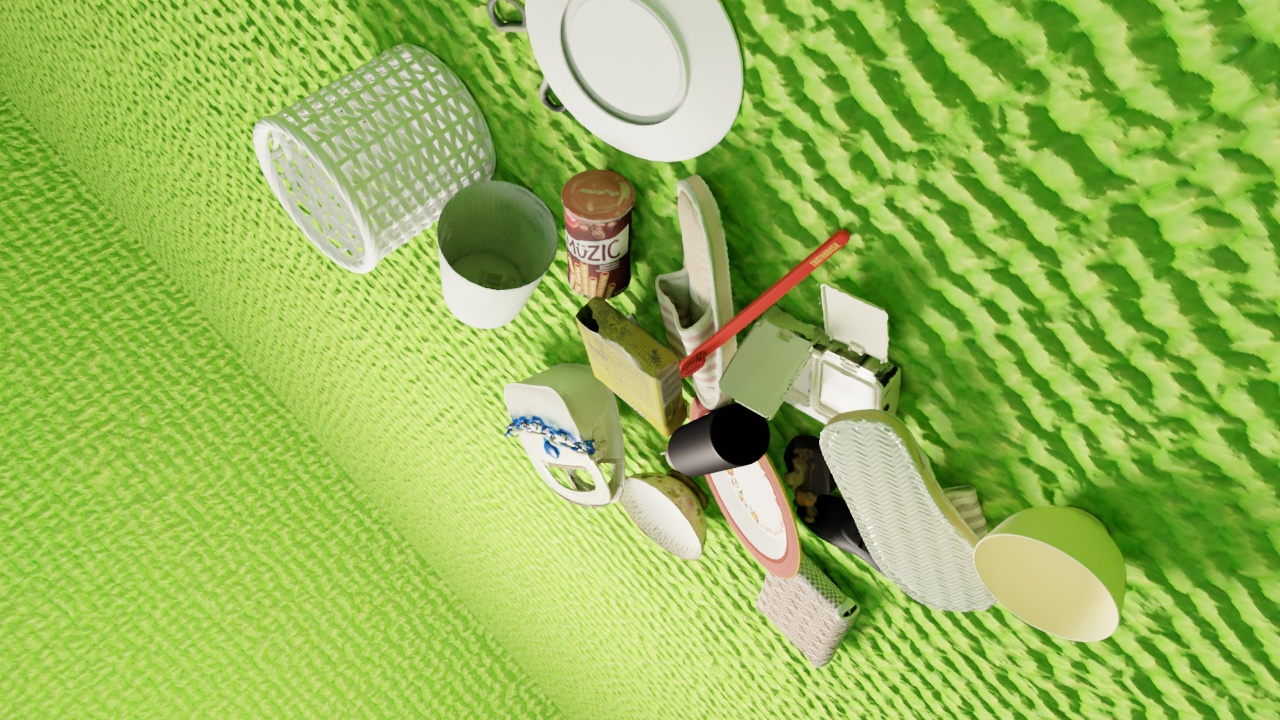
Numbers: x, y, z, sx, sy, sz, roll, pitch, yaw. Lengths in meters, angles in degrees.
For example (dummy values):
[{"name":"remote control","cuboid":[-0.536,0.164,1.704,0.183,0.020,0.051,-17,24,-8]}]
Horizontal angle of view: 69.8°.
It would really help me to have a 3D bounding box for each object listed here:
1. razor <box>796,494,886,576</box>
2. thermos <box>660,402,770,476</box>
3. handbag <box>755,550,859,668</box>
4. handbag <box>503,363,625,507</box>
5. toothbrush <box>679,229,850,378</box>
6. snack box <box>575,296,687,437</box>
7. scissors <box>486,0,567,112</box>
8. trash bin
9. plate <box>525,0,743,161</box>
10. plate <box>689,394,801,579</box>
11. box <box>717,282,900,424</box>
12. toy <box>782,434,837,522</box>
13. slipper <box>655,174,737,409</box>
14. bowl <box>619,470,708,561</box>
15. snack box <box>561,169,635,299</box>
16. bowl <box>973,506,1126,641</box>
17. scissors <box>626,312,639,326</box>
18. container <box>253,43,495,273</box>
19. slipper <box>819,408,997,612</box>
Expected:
[{"name":"razor","cuboid":[0.232,0.184,0.979,0.141,0.053,0.063,26,172,43]},{"name":"thermos","cuboid":[0.070,0.091,0.983,0.061,0.061,0.232,47,164,-1]},{"name":"handbag","cuboid":[0.211,0.310,1.168,0.124,0.046,0.186,42,152,26]},{"name":"handbag","cuboid":[-0.102,0.111,1.238,0.201,0.092,0.199,-2,108,56]},{"name":"toothbrush","cuboid":[0.103,-0.043,0.803,0.012,0.017,0.213,31,130,-22]},{"name":"snack box","cuboid":[-0.006,0.006,0.999,0.121,0.045,0.181,39,166,19]},{"name":"scissors","cuboid":[-0.082,-0.292,0.837,0.171,0.012,0.158,33,151,25]},{"name":"trash bin","cuboid":[-0.175,-0.113,1.078,0.133,0.133,0.162,45,157,3]},{"name":"plate","cuboid":[-0.012,-0.251,0.756,0.209,0.015,0.209,25,145,19]},{"name":"plate","cuboid":[0.122,0.138,1.040,0.229,0.021,0.230,57,162,30]},{"name":"box","cuboid":[0.144,0.006,0.815,0.143,0.098,0.184,28,147,31]},{"name":"toy","cuboid":[0.175,0.128,0.961,0.076,0.062,0.100,40,138,52]},{"name":"slipper","cuboid":[0.050,-0.055,0.883,0.115,0.052,0.263,-116,14,-45]},{"name":"bowl","cuboid":[0.044,0.193,1.226,0.145,0.063,0.145,35,150,23]},{"name":"snack box","cuboid":[-0.042,-0.125,0.933,0.072,0.072,0.121,35,150,21]},{"name":"bowl","cuboid":[0.350,0.163,0.761,0.118,0.073,0.118,34,149,23]},{"name":"scissors","cuboid":[-0.012,-0.007,1.096,0.139,0.019,0.136,-3,125,56]},{"name":"container","cuboid":[-0.292,-0.226,1.022,0.189,0.186,0.190,34,149,23]},{"name":"slipper","cuboid":[0.253,0.139,0.854,0.115,0.053,0.272,-18,123,34]}]
